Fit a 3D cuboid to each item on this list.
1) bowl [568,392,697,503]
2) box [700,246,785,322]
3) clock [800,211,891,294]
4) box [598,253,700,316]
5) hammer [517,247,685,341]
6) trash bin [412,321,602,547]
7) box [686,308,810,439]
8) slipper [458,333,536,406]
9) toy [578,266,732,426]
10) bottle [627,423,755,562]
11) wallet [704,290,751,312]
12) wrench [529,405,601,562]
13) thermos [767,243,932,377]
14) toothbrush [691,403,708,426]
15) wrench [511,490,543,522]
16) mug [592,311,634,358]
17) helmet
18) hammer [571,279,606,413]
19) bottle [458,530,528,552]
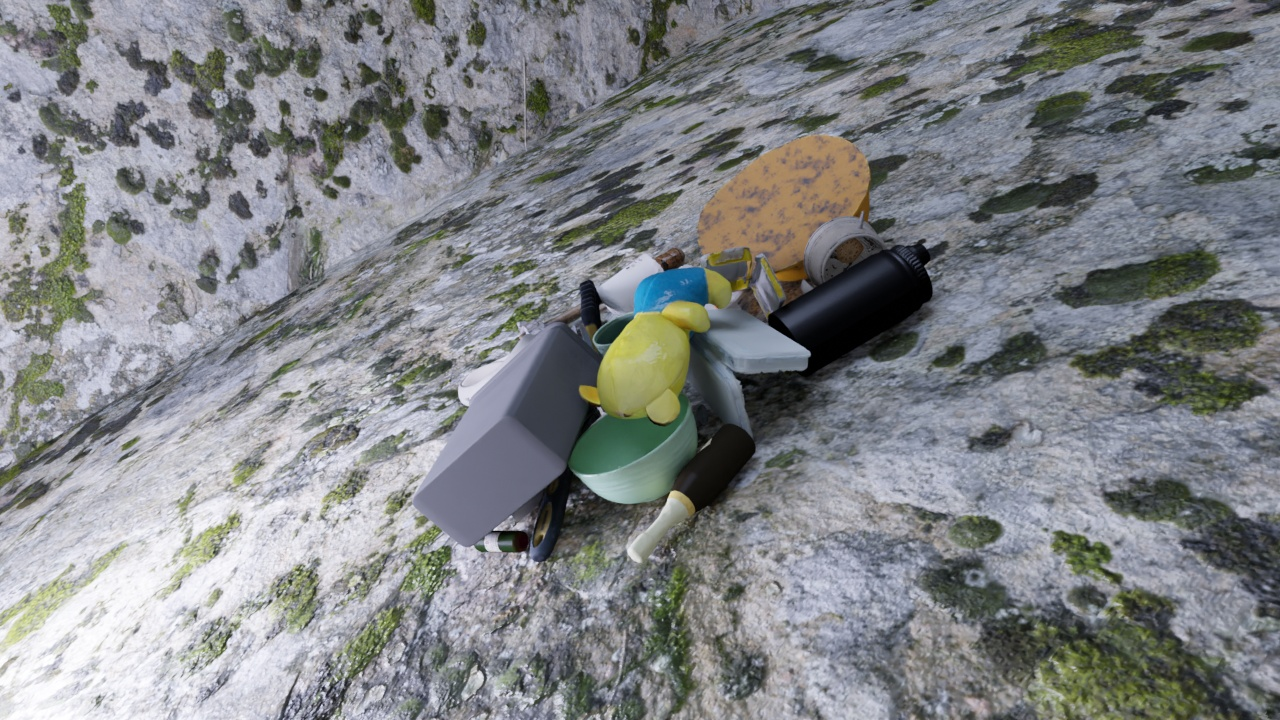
[{"bbox_3d":[0.002,0.106,1.012,0.151,0.077,0.150,-26,21,10],"label":"bowl"},{"bbox_3d":[0.131,-0.097,1.155,0.210,0.117,0.057,55,-120,-82],"label":"box"},{"bbox_3d":[0.256,-0.112,1.188,0.157,0.103,0.061,-49,28,13],"label":"clock"},{"bbox_3d":[0.018,-0.127,1.467,0.166,0.092,0.083,-39,22,-6],"label":"box"},{"bbox_3d":[-0.065,-0.107,1.554,0.318,0.049,0.121,-30,22,-11],"label":"hammer"},{"bbox_3d":[-0.148,0.083,1.080,0.192,0.097,0.219,-40,15,26],"label":"trash bin"},{"bbox_3d":[0.106,0.020,1.083,0.106,0.127,0.215,1,16,-16],"label":"box"},{"bbox_3d":[-0.187,0.007,1.402,0.267,0.081,0.112,-7,28,37],"label":"slipper"},{"bbox_3d":[0.014,-0.021,1.034,0.149,0.084,0.213,-19,34,50],"label":"toy"},{"bbox_3d":[0.050,0.138,0.943,0.045,0.045,0.184,3,38,48],"label":"bottle"},{"bbox_3d":[0.101,-0.066,1.311,0.119,0.037,0.115,-7,31,44],"label":"wallet"},{"bbox_3d":[-0.093,0.136,1.100,0.073,0.022,0.272,-27,27,23],"label":"wrench"},{"bbox_3d":[0.259,-0.067,1.088,0.198,0.086,0.086,-30,24,-6],"label":"thermos"},{"bbox_3d":[-0.016,0.081,1.146,0.223,0.027,0.026,-10,47,34],"label":"toothbrush"},{"bbox_3d":[-0.174,0.137,1.211,0.087,0.018,0.273,-26,23,3],"label":"wrench"},{"bbox_3d":[-0.007,0.007,1.190,0.084,0.104,0.111,-15,26,24],"label":"mug"},{"bbox_3d":[0.224,-0.190,1.312,0.256,0.131,0.205,-26,53,21],"label":"helmet"},{"bbox_3d":[-0.071,-0.047,1.332,0.025,0.118,0.332,-21,24,5],"label":"hammer"},{"bbox_3d":[-0.173,0.208,1.056,0.106,0.025,0.025,-8,31,36],"label":"bottle"}]
